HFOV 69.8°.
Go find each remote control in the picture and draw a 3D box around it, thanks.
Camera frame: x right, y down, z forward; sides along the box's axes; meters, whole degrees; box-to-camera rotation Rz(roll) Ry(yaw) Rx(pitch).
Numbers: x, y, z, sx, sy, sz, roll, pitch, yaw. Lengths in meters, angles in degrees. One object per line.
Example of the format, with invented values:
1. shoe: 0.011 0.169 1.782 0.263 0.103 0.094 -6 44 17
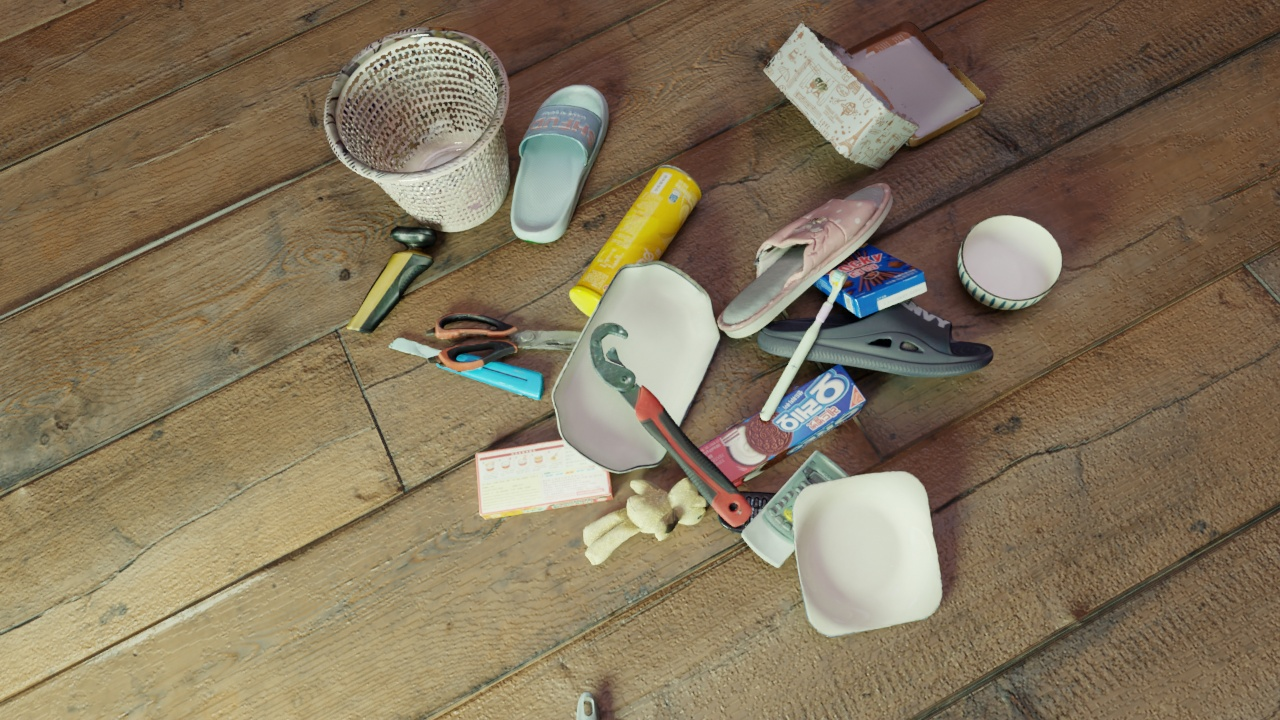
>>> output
1. remote control: 0.174 0.165 1.020 0.056 0.019 0.135 41 74 18
2. remote control: 0.155 0.177 1.040 0.136 0.024 0.053 5 66 5

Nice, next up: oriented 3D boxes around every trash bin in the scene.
1. trash bin: -0.261 -0.275 1.179 0.227 0.192 0.227 -2 68 5

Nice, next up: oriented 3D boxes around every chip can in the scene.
1. chip can: -0.005 -0.148 1.167 0.072 0.072 0.213 28 73 16

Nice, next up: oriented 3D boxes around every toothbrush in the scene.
1. toothbrush: 0.183 -0.017 1.034 0.020 0.029 0.189 28 89 -18

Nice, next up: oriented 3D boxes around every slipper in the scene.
1. slipper: -0.117 -0.272 1.230 0.104 0.074 0.245 11 70 11
2. slipper: 0.271 -0.037 1.063 0.268 0.110 0.083 6 106 13
3. slipper: 0.195 -0.133 1.122 0.274 0.114 0.054 -42 113 -6

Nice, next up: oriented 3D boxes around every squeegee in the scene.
1. squeegee: -0.042 0.467 0.932 0.247 0.040 0.249 -2 61 -12

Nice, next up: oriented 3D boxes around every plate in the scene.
1. plate: -0.006 0.006 1.090 0.162 0.034 0.265 33 68 -17
2. plate: 0.240 0.206 0.993 0.164 0.034 0.163 -6 84 -13

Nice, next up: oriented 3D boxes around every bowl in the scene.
1. bowl: 0.440 -0.111 1.110 0.116 0.066 0.116 -2 68 4

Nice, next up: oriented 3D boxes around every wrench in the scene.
1. wrench: 0.029 0.072 1.023 0.056 0.016 0.273 -36 80 -10

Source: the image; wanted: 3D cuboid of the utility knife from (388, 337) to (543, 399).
1. utility knife: -0.220 0.006 1.154 0.216 0.018 0.034 16 70 13

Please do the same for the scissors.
1. scissors: -0.159 -0.017 1.149 0.205 0.015 0.196 35 58 26

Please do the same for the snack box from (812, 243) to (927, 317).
1. snack box: 0.264 -0.098 1.089 0.084 0.026 0.157 -22 22 -4

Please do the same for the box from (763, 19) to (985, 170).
1. box: 0.308 -0.355 1.213 0.273 0.125 0.179 -19 63 -33

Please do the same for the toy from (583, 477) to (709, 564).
1. toy: 0.006 0.181 1.040 0.157 0.066 0.105 -26 25 -1

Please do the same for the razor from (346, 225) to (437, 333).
1. razor: -0.326 -0.106 1.193 0.067 0.062 0.167 35 78 -15

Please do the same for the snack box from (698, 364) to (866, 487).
1. snack box: 0.160 0.081 1.063 0.207 0.057 0.058 -30 71 -8

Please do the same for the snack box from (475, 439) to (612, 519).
1. snack box: -0.114 0.137 1.083 0.156 0.027 0.077 -9 67 2
